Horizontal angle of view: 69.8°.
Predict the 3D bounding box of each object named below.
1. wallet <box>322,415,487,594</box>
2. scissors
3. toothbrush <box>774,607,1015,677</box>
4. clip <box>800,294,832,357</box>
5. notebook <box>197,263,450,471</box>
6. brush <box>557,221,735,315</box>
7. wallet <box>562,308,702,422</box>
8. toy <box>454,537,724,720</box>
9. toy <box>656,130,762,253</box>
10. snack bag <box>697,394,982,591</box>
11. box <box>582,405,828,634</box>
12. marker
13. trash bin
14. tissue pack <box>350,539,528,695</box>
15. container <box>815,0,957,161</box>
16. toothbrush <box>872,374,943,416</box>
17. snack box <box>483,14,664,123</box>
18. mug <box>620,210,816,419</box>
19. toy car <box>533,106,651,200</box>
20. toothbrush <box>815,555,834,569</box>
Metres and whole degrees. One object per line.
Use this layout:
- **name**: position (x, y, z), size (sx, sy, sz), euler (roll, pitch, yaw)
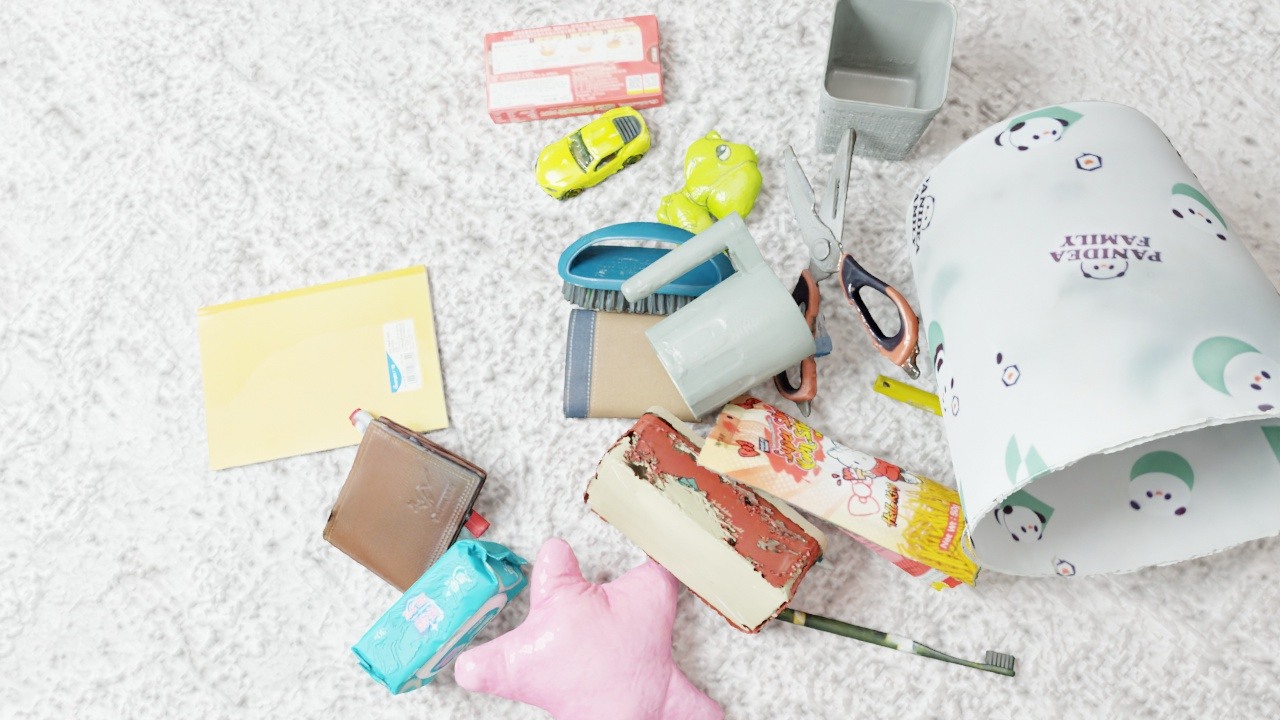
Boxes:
- **wallet**: position (-0.188, 0.118, 0.726), size (0.101, 0.032, 0.125), euler (28, 104, 6)
- **scissors**: position (0.147, -0.064, 0.711), size (0.189, 0.015, 0.226), euler (-55, 54, 28)
- **toothbrush**: position (0.191, 0.211, 0.700), size (0.186, 0.012, 0.017), euler (12, 76, 7)
- **clip**: position (0.140, -0.031, 0.743), size (0.025, 0.036, 0.057), euler (-6, 79, 10)
- **notebook**: position (-0.272, 0.006, 0.778), size (0.206, 0.010, 0.145), euler (-11, 79, 3)
- **brush**: position (0.005, -0.075, 0.731), size (0.144, 0.074, 0.055), euler (6, 40, 5)
- **wallet**: position (-0.004, 0.004, 0.744), size (0.115, 0.033, 0.090), euler (2, 83, 5)
- **toy**: position (-0.019, 0.223, 0.687), size (0.194, 0.075, 0.178), euler (42, 70, -2)
- **toy**: position (0.061, -0.137, 0.762), size (0.100, 0.031, 0.096), euler (-33, 79, 4)
- **snack bag**: position (0.147, 0.091, 0.675), size (0.208, 0.128, 0.073), euler (28, 113, 5)
- **box**: position (0.041, 0.122, 0.677), size (0.168, 0.092, 0.078), euler (37, 51, 10)
- **marker**: position (-0.180, 0.090, 0.745), size (0.145, 0.017, 0.017), euler (41, 86, 5)
- **trash bin**: position (0.295, -0.015, 0.603), size (0.229, 0.230, 0.251), euler (-8, 57, 4)
- **tissue pack**: position (-0.145, 0.190, 0.693), size (0.133, 0.093, 0.050), euler (-45, 75, -3)
- **container**: position (0.186, -0.216, 0.721), size (0.090, 0.114, 0.090), euler (10, 81, 7)
- **toothbrush**: position (0.275, 0.050, 0.717), size (0.190, 0.016, 0.015), euler (21, 82, 8)
- **snack box**: position (-0.058, -0.252, 0.795), size (0.153, 0.025, 0.075), euler (-5, 79, 4)
- **mug**: position (0.056, -0.031, 0.682), size (0.103, 0.083, 0.124), euler (-32, 105, 0)
- **toy car**: position (-0.042, -0.177, 0.778), size (0.105, 0.032, 0.048), euler (-30, 79, 1)
- **toothbrush**: position (0.072, 0.108, 0.727), size (0.191, 0.016, 0.018), euler (33, 74, 10)
